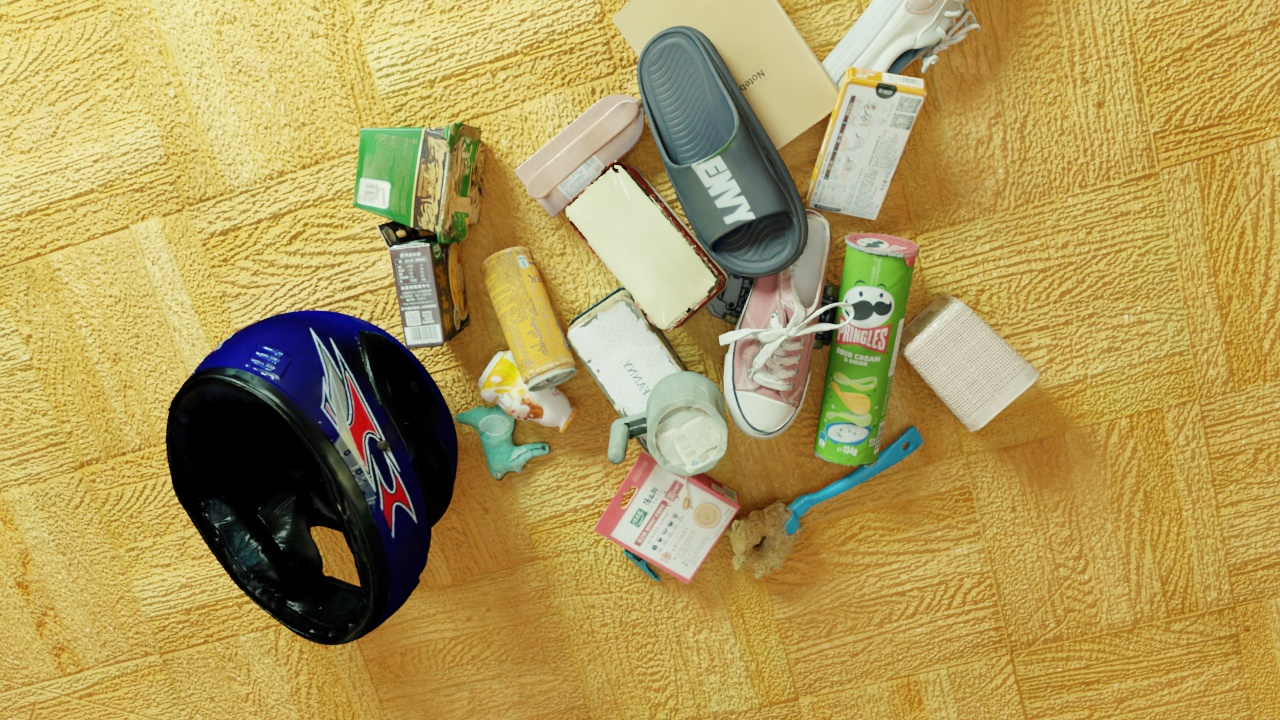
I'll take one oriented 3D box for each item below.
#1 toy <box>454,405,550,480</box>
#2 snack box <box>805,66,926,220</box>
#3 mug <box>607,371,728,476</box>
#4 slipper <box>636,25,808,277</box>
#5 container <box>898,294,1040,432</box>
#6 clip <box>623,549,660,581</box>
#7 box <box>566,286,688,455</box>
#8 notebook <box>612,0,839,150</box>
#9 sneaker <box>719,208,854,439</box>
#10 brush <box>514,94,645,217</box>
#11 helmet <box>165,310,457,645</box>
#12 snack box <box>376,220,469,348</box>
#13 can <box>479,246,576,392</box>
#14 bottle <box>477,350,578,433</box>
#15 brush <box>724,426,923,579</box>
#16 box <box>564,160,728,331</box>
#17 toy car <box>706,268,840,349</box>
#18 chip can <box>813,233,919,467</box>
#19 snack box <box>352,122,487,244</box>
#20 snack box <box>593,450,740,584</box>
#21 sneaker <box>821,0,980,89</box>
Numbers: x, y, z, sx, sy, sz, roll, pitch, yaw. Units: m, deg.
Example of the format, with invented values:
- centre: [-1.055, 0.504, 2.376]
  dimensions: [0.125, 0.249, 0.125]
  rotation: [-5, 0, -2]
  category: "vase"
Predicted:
- centre: [-0.153, 0.091, 1.035]
  dimensions: [0.096, 0.030, 0.092]
  rotation: [-11, 107, -1]
  category: "toy"
- centre: [0.217, -0.208, 0.896]
  dimensions: [0.075, 0.026, 0.154]
  rotation: [11, 139, 1]
  category: "snack box"
- centre: [0.027, 0.068, 0.919]
  dimensions: [0.124, 0.103, 0.084]
  rotation: [-17, 101, 5]
  category: "mug"
- centre: [0.061, -0.199, 0.873]
  dimensions: [0.111, 0.083, 0.268]
  rotation: [-29, 82, 28]
  category: "slipper"
- centre: [0.330, -0.002, 0.947]
  dimensions: [0.111, 0.089, 0.090]
  rotation: [45, 102, -4]
  category: "container"
- centre: [0.006, 0.233, 1.063]
  dimensions: [0.056, 0.014, 0.043]
  rotation: [37, 102, -4]
  category: "clip"
- centre: [-0.006, 0.006, 0.990]
  dimensions: [0.090, 0.059, 0.184]
  rotation: [-31, 97, 9]
  category: "box"
- centre: [0.085, -0.298, 0.907]
  dimensions: [0.148, 0.008, 0.207]
  rotation: [-32, 100, 34]
  category: "notebook"
- centre: [0.140, -0.030, 0.911]
  dimensions: [0.118, 0.087, 0.241]
  rotation: [13, 103, 1]
  category: "sneaker"
- centre: [-0.055, -0.214, 0.933]
  dimensions: [0.146, 0.073, 0.063]
  rotation: [-38, 97, 10]
  category: "brush"
- centre: [-0.303, 0.099, 0.934]
  dimensions: [0.248, 0.239, 0.315]
  rotation: [-33, 90, 28]
  category: "helmet"
- centre: [-0.222, -0.085, 0.954]
  dimensions: [0.053, 0.113, 0.126]
  rotation: [-4, 103, 4]
  category: "snack box"
- centre: [-0.118, -0.044, 0.961]
  dimensions: [0.058, 0.058, 0.146]
  rotation: [-24, 80, 9]
  category: "can"
- centre: [-0.121, 0.037, 1.001]
  dimensions: [0.108, 0.063, 0.063]
  rotation: [33, 103, -4]
  category: "bottle"
- centre: [0.202, 0.153, 1.015]
  dimensions: [0.255, 0.045, 0.083]
  rotation: [-35, 113, 7]
  category: "brush"
- centre: [0.003, -0.114, 0.930]
  dimensions: [0.091, 0.080, 0.168]
  rotation: [-41, 84, 15]
  category: "box"
- centre: [0.145, -0.062, 0.969]
  dimensions: [0.158, 0.042, 0.070]
  rotation: [16, 104, -2]
  category: "toy car"
- centre: [0.228, -0.008, 0.938]
  dimensions: [0.072, 0.072, 0.236]
  rotation: [5, 113, 3]
  category: "chip can"
- centre: [-0.227, -0.186, 0.932]
  dimensions: [0.105, 0.117, 0.118]
  rotation: [10, 101, 6]
  category: "snack box"
- centre: [0.029, 0.170, 1.031]
  dimensions: [0.127, 0.044, 0.113]
  rotation: [31, 104, -4]
  category: "snack box"
- centre: [0.277, -0.334, 0.868]
  dimensions: [0.091, 0.089, 0.243]
  rotation: [42, 107, 10]
  category: "sneaker"
